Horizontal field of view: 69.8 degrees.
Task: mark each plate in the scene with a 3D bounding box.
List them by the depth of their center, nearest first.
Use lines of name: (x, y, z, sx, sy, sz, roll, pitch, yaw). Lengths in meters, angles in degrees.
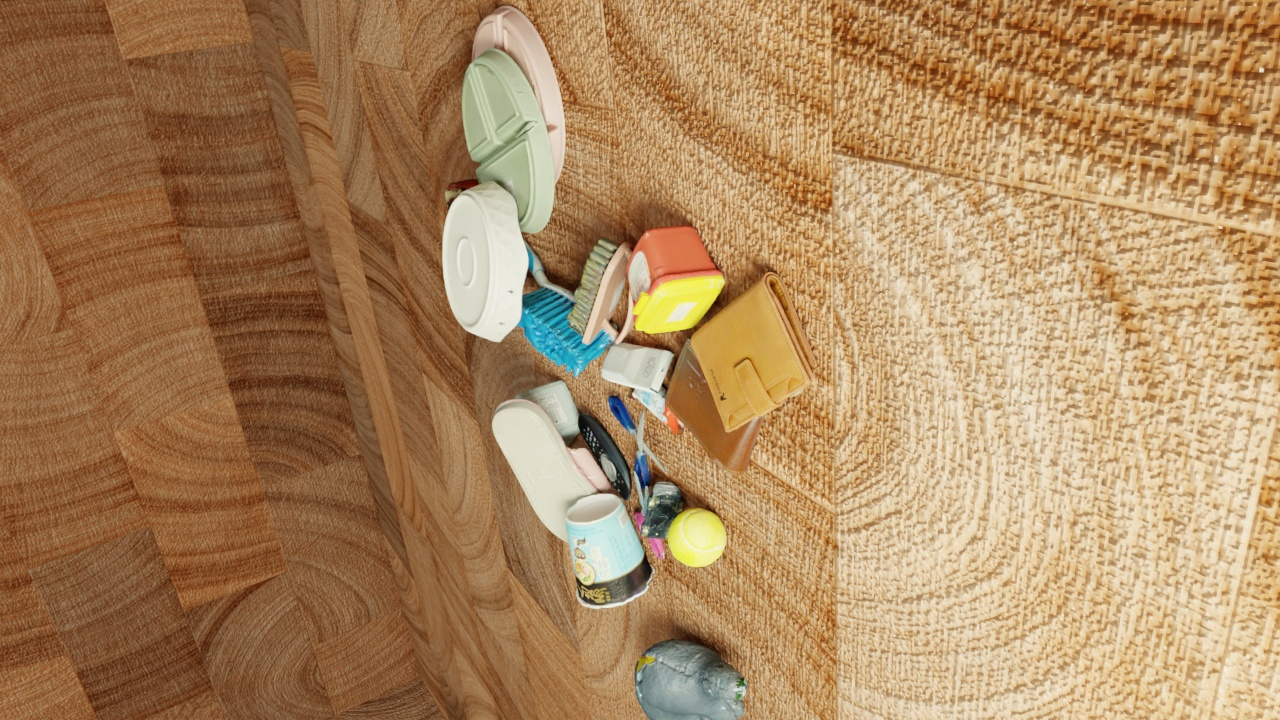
plate: (-0.170, -0.268, 1.141, 0.230, 0.027, 0.231, 44, 145, 44)
plate: (-0.159, -0.320, 1.147, 0.229, 0.028, 0.230, 43, 143, 44)
plate: (-0.204, -0.125, 1.170, 0.205, 0.045, 0.205, 12, 104, 58)

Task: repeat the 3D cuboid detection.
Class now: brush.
brush: (-0.032, -0.079, 1.036, 0.073, 0.063, 0.146, 33, 142, 8)
brush: (-0.132, -0.088, 1.198, 0.314, 0.109, 0.061, 37, 147, 37)

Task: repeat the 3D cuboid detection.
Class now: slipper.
slipper: (-0.111, 0.155, 1.257, 0.114, 0.054, 0.274, -17, 119, 25)

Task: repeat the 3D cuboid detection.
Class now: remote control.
remote control: (-0.006, 0.006, 1.053, 0.125, 0.024, 0.049, 12, 78, 59)
remote control: (-0.043, 0.126, 1.228, 0.136, 0.024, 0.053, 54, 151, 28)

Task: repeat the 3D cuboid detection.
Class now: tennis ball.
tennis ball: (0.063, 0.198, 1.026, 0.065, 0.065, 0.066, 42, 142, 44)

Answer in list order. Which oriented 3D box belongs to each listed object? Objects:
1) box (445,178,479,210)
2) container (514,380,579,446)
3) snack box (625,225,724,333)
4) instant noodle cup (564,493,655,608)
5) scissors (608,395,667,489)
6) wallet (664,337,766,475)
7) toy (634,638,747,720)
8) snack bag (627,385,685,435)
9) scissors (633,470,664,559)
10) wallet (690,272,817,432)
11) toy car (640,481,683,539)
box: (-0.235, -0.170, 1.305, 0.091, 0.077, 0.168, -100, 1, -70)
container: (-0.145, 0.089, 1.330, 0.090, 0.090, 0.112, 64, 150, 13)
snack box: (0.027, -0.080, 0.896, 0.091, 0.082, 0.080, 124, 133, -58)
instant noodle cup: (-0.049, 0.245, 1.209, 0.111, 0.111, 0.120, 17, 128, 59)
scissors: (-0.003, 0.101, 1.125, 0.175, 0.012, 0.163, -128, 24, -48)
wallet: (0.077, 0.046, 0.938, 0.124, 0.032, 0.101, 50, 144, 32)
toy: (0.054, 0.422, 1.170, 0.138, 0.091, 0.357, 48, 150, 16)
snack bag: (0.019, 0.043, 1.050, 0.104, 0.026, 0.048, 36, 118, 51)
scissors: (0.003, 0.191, 1.183, 0.093, 0.017, 0.137, 37, 146, 57)
wallet: (0.101, -0.004, 0.837, 0.132, 0.031, 0.107, -40, 66, 55)
toy car: (0.025, 0.185, 1.120, 0.034, 0.043, 0.091, -97, 13, -48)
